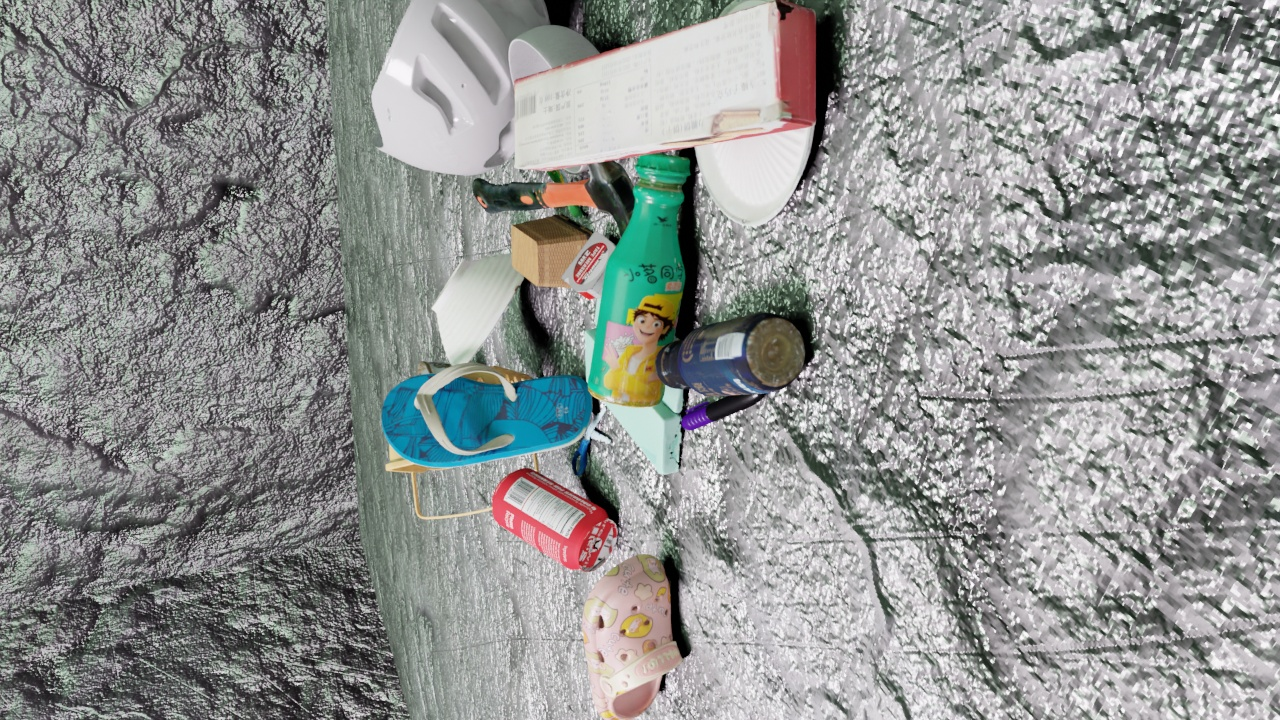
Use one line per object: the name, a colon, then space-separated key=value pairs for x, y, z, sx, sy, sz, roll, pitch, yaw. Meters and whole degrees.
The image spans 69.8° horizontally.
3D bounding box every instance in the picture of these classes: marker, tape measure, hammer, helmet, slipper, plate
marker: x=0.065 y=0.038 z=0.744 sx=0.134 sy=0.015 sz=0.018 roll=147 pitch=121 yaw=-64
tape measure: x=-0.044 y=-0.091 z=0.905 sx=0.060 sy=0.020 sz=0.062 roll=-53 pitch=37 yaw=4
hammer: x=-0.097 y=-0.165 z=0.916 sx=0.334 sy=0.033 sz=0.133 roll=17 pitch=145 yaw=58
helmet: x=-0.188 y=-0.317 z=0.955 sx=0.283 sy=0.184 sz=0.223 roll=100 pitch=-171 yaw=-64
slipper: x=-0.002 y=0.286 z=0.893 sx=0.081 sy=0.093 sz=0.197 roll=32 pitch=128 yaw=47
slipper: x=-0.193 y=0.062 z=1.056 sx=0.295 sy=0.060 sz=0.118 roll=-4 pitch=74 yaw=25
plate: x=0.079 y=-0.175 z=0.647 sx=0.157 sy=0.014 sz=0.157 roll=171 pitch=90 yaw=-66

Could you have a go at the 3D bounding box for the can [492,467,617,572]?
can: x=-0.099 y=0.178 z=1.033 sx=0.143 sy=0.074 sz=0.074 roll=23 pitch=121 yaw=35

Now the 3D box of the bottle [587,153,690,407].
bottle: x=0.003 y=-0.068 z=0.772 sx=0.068 sy=0.068 sz=0.210 roll=35 pitch=119 yaw=59

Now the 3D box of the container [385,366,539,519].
container: x=-0.212 y=0.109 z=1.156 sx=0.129 sy=0.184 sz=0.167 roll=21 pitch=-124 yaw=-65

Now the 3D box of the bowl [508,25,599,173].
bowl: x=-0.062 y=-0.249 z=0.857 sx=0.132 sy=0.064 sz=0.132 roll=51 pitch=161 yaw=25

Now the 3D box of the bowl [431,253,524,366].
bowl: x=-0.208 y=-0.076 z=1.131 sx=0.178 sy=0.071 sz=0.177 roll=-51 pitch=15 yaw=20

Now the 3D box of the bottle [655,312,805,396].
bottle: x=0.061 y=-0.001 z=0.692 sx=0.161 sy=0.056 sz=0.056 roll=171 pitch=90 yaw=-66

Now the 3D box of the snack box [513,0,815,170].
snack box: x=0.005 y=-0.186 z=0.653 sx=0.273 sy=0.044 sz=0.076 roll=3 pitch=95 yaw=47

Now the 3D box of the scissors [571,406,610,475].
scissors: x=-0.058 y=0.093 z=1.045 sx=0.134 sy=0.015 sz=0.104 roll=8 pitch=101 yaw=61

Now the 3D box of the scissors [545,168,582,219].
scissors: x=-0.092 y=-0.199 z=0.943 sx=0.130 sy=0.014 sz=0.070 roll=55 pitch=-170 yaw=-52

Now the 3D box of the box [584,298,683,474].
box: x=-0.006 y=0.005 z=0.884 sx=0.186 sy=0.033 sz=0.136 roll=-134 pitch=37 yaw=-52

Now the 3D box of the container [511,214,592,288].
container: x=-0.098 y=-0.118 z=1.001 sx=0.114 sy=0.061 sz=0.063 roll=-142 pitch=49 yaw=-57

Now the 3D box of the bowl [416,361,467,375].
bowl: x=-0.289 y=0.074 z=1.447 sx=0.160 sy=0.093 sz=0.160 roll=172 pitch=90 yaw=-66
